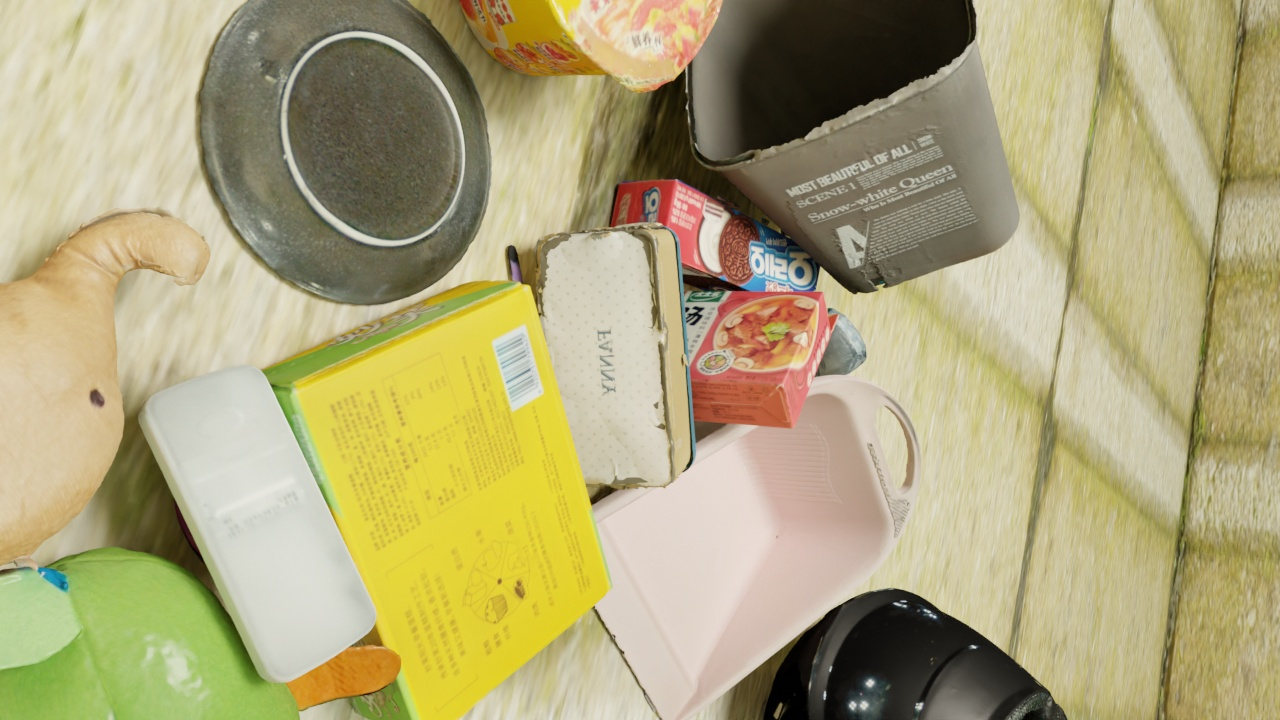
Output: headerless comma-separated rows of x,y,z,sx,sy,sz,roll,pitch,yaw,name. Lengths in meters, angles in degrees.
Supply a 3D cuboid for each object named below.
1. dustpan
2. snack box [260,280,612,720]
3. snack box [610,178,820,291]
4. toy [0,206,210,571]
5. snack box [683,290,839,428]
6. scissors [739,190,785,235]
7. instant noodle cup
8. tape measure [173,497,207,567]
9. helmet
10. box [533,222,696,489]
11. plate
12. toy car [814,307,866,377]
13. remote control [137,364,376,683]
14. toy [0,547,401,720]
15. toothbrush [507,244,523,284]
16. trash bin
0.098,0.133,0.704,0.272,0.139,0.223,-51,128,-34,dustpan
-0.112,0.078,0.515,0.157,0.070,0.210,-31,115,-43,snack box
0.066,-0.084,0.715,0.207,0.057,0.058,15,84,-48,snack box
-0.260,0.015,0.334,0.225,0.083,0.143,-28,101,-45,toy
0.073,-0.012,0.667,0.126,0.113,0.044,-59,140,-41,snack box
0.121,-0.187,0.789,0.175,0.012,0.162,-28,106,-50,scissors
-0.037,-0.230,0.541,0.137,0.110,0.138,-7,100,-40,instant noodle cup
-0.190,0.071,0.435,0.039,0.058,0.057,-28,91,-47,tape measure
0.216,0.330,0.786,0.232,0.230,0.276,-27,154,-35,helmet
-0.014,0.004,0.599,0.059,0.090,0.184,-36,124,-69,box
-0.146,-0.119,0.500,0.179,0.024,0.179,-4,96,-48,plate
0.129,-0.002,0.745,0.036,0.121,0.054,-39,97,-36,toy car
-0.166,0.070,0.402,0.055,0.020,0.136,-27,93,-45,remote control
-0.209,0.189,0.399,0.226,0.090,0.247,-22,105,-33,toy
-0.070,0.018,0.605,0.014,0.017,0.189,-24,108,-57,toothbrush
0.170,-0.178,0.685,0.219,0.199,0.198,40,42,-46,trash bin
